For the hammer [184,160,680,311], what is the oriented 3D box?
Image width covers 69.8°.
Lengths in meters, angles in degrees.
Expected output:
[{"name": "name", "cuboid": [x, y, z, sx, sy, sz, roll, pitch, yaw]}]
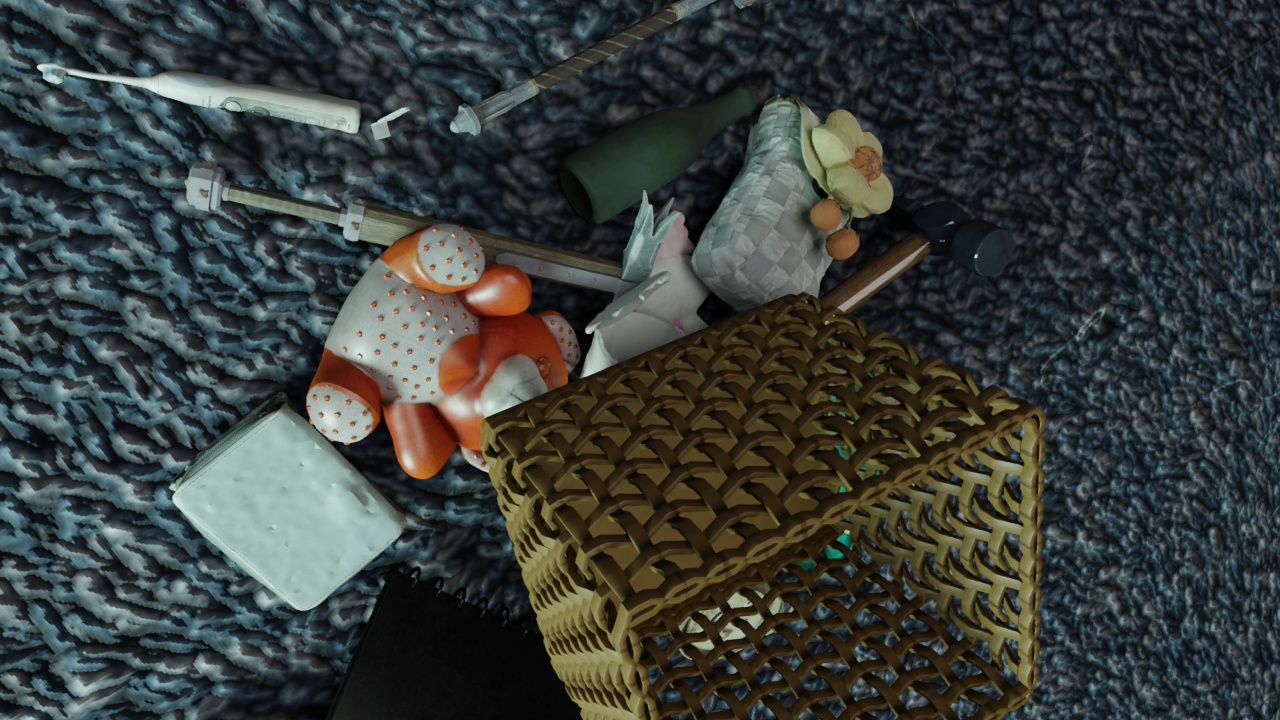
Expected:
[{"name": "hammer", "cuboid": [-0.145, -0.082, 0.638, 0.316, 0.028, 0.147, 11, 124, -19]}]

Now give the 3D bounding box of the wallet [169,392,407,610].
[{"name": "wallet", "cuboid": [-0.236, 0.097, 0.622, 0.100, 0.054, 0.131, -38, 111, -4]}]

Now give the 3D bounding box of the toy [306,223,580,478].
[{"name": "toy", "cuboid": [-0.123, 0.004, 0.632, 0.172, 0.093, 0.164, 30, 90, -35]}]

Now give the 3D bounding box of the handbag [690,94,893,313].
[{"name": "handbag", "cuboid": [0.124, -0.113, 0.714, 0.112, 0.124, 0.171, 40, 66, -28]}]

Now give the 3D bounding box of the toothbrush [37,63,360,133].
[{"name": "toothbrush", "cuboid": [-0.275, -0.171, 0.585, 0.185, 0.022, 0.024, 4, 77, -26]}]

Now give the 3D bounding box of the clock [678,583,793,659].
[{"name": "clock", "cuboid": [0.077, 0.203, 0.771, 0.140, 0.054, 0.093, 17, 116, -37]}]

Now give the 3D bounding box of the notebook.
[{"name": "notebook", "cuboid": [-0.114, 0.272, 0.682, 0.231, 0.019, 0.168, 33, 60, -26]}]

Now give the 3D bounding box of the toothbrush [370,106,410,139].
[{"name": "toothbrush", "cuboid": [-0.151, -0.143, 0.557, 0.010, 0.181, 0.010, -19, 107, -16]}]

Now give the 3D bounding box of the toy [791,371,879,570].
[{"name": "toy", "cuboid": [0.163, 0.095, 0.797, 0.130, 0.072, 0.193, -10, 110, -23]}]

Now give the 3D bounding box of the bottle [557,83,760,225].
[{"name": "bottle", "cuboid": [0.022, -0.167, 0.703, 0.174, 0.055, 0.055, -33, 109, -18]}]

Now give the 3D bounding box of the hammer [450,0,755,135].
[{"name": "hammer", "cuboid": [0.003, -0.239, 0.660, 0.321, 0.098, 0.044, -33, 109, -17]}]

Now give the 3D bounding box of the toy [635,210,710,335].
[{"name": "toy", "cuboid": [0.024, -0.055, 0.728, 0.075, 0.037, 0.125, -12, 97, -19]}]

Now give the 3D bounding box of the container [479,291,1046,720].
[{"name": "container", "cuboid": [0.071, 0.122, 0.570, 0.251, 0.214, 0.220, -22, 120, -18]}]

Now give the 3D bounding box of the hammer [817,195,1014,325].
[{"name": "hammer", "cuboid": [0.140, -0.031, 0.760, 0.321, 0.129, 0.040, -36, 126, -6]}]

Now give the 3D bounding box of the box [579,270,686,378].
[{"name": "box", "cuboid": [-0.006, 0.001, 0.665, 0.081, 0.091, 0.160, -29, 152, -42]}]
